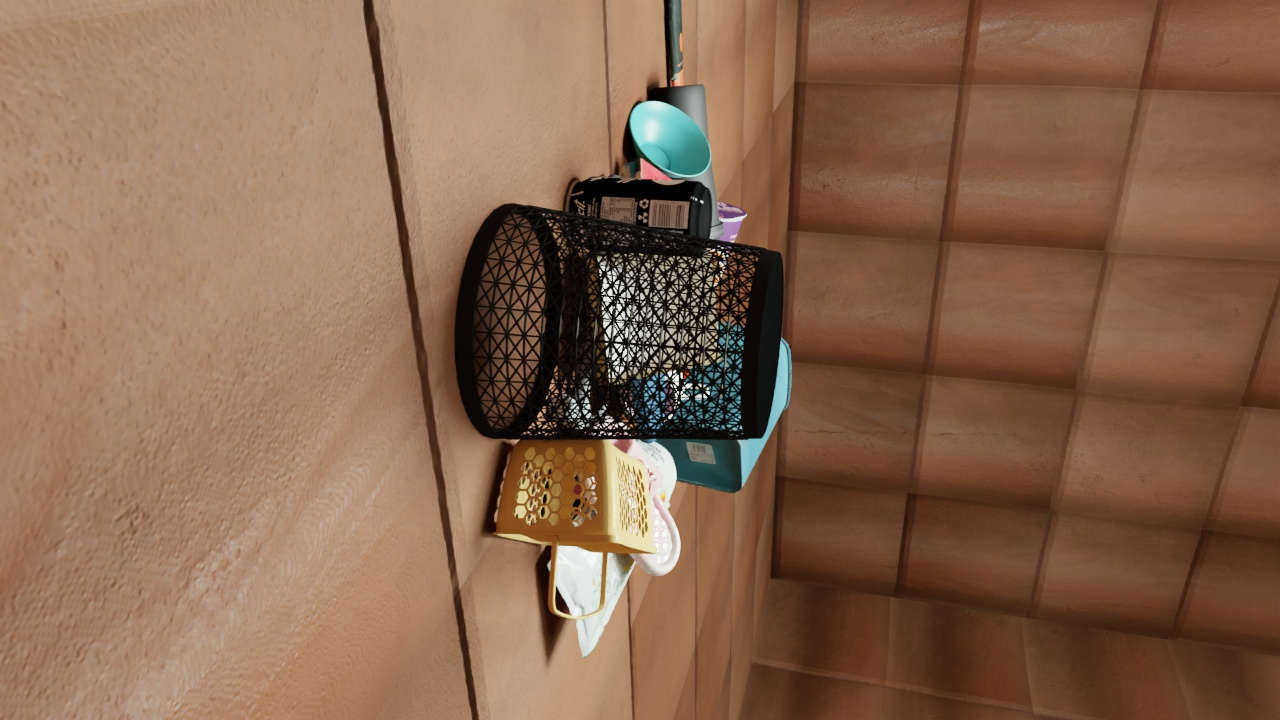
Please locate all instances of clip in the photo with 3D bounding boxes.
[{"bbox_3d":[-0.081,0.147,1.054,0.058,0.050,0.023,12,79,-34],"label":"clip"}]

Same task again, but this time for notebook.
[{"bbox_3d":[0.021,-0.036,1.069,0.214,0.035,0.190,-12,97,-49],"label":"notebook"}]

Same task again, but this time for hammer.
[{"bbox_3d":[-0.051,-0.068,1.065,0.125,0.029,0.310,51,46,-70],"label":"hammer"},{"bbox_3d":[0.053,-0.438,1.328,0.132,0.033,0.334,-61,152,-54],"label":"hammer"}]

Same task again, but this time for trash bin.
[{"bbox_3d":[-0.005,-0.024,0.819,0.216,0.243,0.217,6,89,-76],"label":"trash bin"},{"bbox_3d":[0.127,0.081,1.523,0.197,0.199,0.218,82,27,-43],"label":"trash bin"}]

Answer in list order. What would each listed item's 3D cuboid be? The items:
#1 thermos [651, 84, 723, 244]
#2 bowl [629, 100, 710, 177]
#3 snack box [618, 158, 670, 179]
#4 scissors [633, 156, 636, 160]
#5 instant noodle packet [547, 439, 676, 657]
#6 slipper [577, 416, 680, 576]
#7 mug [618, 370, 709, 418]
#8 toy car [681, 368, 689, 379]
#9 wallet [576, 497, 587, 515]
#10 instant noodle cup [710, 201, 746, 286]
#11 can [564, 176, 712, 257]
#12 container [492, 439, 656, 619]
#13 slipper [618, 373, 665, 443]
[{"bbox_3d":[0.059,-0.271,1.287,0.105,0.106,0.219,-49,137,-66],"label":"thermos"},{"bbox_3d":[0.029,-0.277,1.202,0.046,0.121,0.120,-44,-157,48],"label":"bowl"},{"bbox_3d":[0.029,-0.161,1.165,0.142,0.040,0.144,23,60,-51],"label":"snack box"},{"bbox_3d":[-0.005,-0.205,1.219,0.125,0.013,0.130,-59,151,-61],"label":"scissors"},{"bbox_3d":[-0.027,0.210,1.117,0.268,0.057,0.147,-56,133,-50],"label":"instant noodle packet"},{"bbox_3d":[-0.005,0.159,1.076,0.222,0.056,0.106,62,38,-25],"label":"slipper"},{"bbox_3d":[0.032,0.039,1.234,0.076,0.124,0.090,-74,165,-70],"label":"mug"},{"bbox_3d":[0.049,-0.049,1.404,0.189,0.056,0.081,72,19,-51],"label":"toy car"},{"bbox_3d":[-0.050,0.169,1.164,0.099,0.027,0.121,62,36,-60],"label":"wallet"},{"bbox_3d":[0.096,-0.180,1.434,0.136,0.121,0.122,-117,-146,-64],"label":"instant noodle cup"},{"bbox_3d":[-0.001,-0.155,0.984,0.080,0.146,0.080,6,89,-76],"label":"can"},{"bbox_3d":[-0.062,0.170,0.909,0.183,0.129,0.167,49,42,-71],"label":"container"},{"bbox_3d":[-0.007,0.007,1.132,0.103,0.059,0.214,-59,146,-59],"label":"slipper"}]
